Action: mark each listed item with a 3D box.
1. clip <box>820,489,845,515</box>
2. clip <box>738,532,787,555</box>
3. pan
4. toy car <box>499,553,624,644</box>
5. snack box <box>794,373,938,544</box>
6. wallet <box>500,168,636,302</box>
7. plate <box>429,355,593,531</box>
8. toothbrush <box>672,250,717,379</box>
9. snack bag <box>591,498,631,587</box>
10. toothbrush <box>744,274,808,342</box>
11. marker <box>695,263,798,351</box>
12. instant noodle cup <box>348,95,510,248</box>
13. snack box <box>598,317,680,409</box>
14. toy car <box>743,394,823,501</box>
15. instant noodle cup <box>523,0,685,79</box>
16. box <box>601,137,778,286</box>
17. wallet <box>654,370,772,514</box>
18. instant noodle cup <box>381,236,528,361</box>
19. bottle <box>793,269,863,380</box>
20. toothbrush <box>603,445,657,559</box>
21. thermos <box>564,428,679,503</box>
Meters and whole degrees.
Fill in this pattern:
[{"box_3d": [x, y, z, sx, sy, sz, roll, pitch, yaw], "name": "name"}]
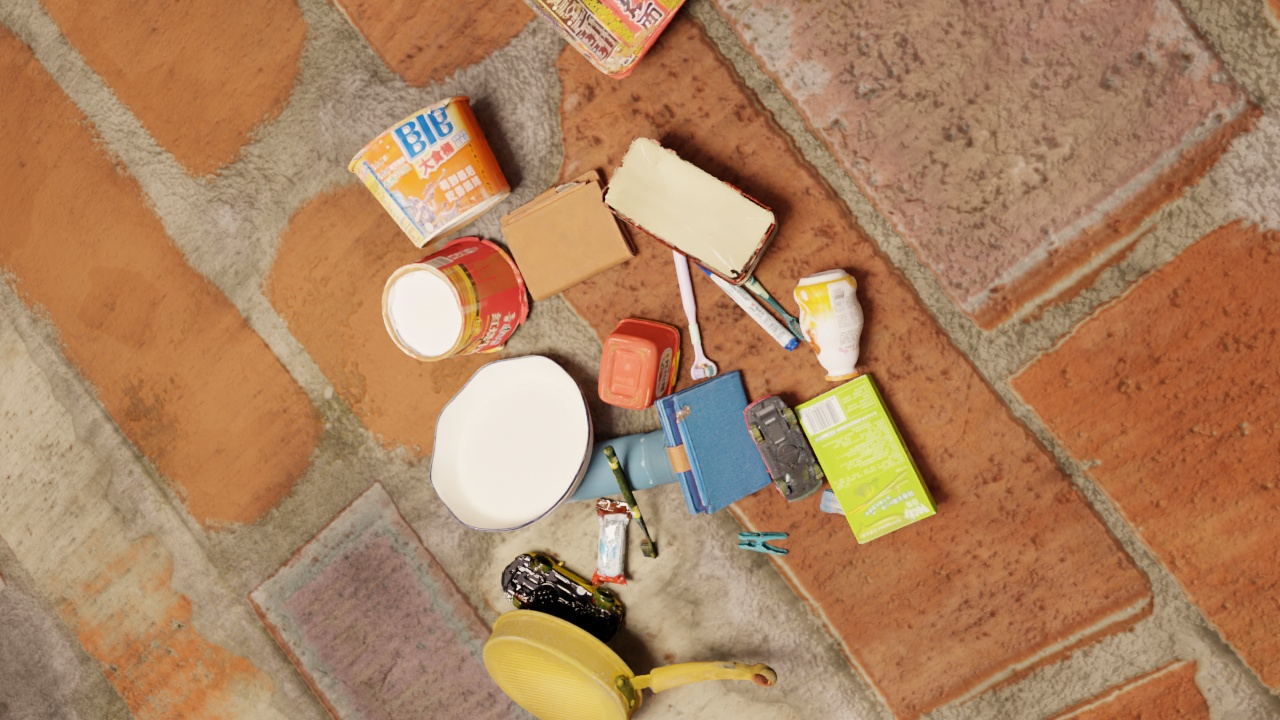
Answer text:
[{"box_3d": [0.220, 0.157, 0.980, 0.057, 0.028, 0.024, 16, 101, 25], "name": "clip"}, {"box_3d": [0.136, 0.202, 1.022, 0.056, 0.014, 0.041, 3, 102, 17], "name": "clip"}, {"box_3d": [-0.020, 0.358, 1.043, 0.358, 0.078, 0.198, -1, 128, 33], "name": "pan"}, {"box_3d": [-0.093, 0.284, 1.100, 0.156, 0.041, 0.071, 28, 98, 6], "name": "toy car"}, {"box_3d": [0.231, 0.101, 0.946, 0.086, 0.026, 0.156, -29, 80, 21], "name": "snack box"}, {"box_3d": [-0.083, -0.137, 1.015, 0.132, 0.031, 0.108, -23, 97, 22], "name": "wallet"}, {"box_3d": [-0.141, 0.096, 1.032, 0.205, 0.045, 0.204, -10, 66, 22], "name": "plate"}, {"box_3d": [0.050, -0.073, 0.989, 0.029, 0.021, 0.189, -13, 96, -10], "name": "toothbrush"}, {"box_3d": [-0.034, 0.216, 1.072, 0.045, 0.026, 0.105, 5, 93, 16], "name": "snack bag"}, {"box_3d": [0.111, -0.088, 0.966, 0.191, 0.018, 0.016, 45, 100, 5], "name": "toothbrush"}, {"box_3d": [0.111, -0.064, 0.972, 0.146, 0.016, 0.017, 44, 111, 6], "name": "marker"}, {"box_3d": [-0.219, -0.199, 0.992, 0.152, 0.151, 0.111, -29, 99, 22], "name": "instant noodle cup"}, {"box_3d": [-0.006, 0.006, 0.993, 0.082, 0.080, 0.091, 12, 105, 17], "name": "snack box"}, {"box_3d": [0.151, 0.092, 0.973, 0.053, 0.045, 0.120, -26, 102, 1], "name": "toy car"}, {"box_3d": [-0.015, -0.397, 0.910, 0.164, 0.079, 0.189, 45, 112, 5], "name": "instant noodle cup"}, {"box_3d": [0.051, -0.153, 0.929, 0.168, 0.078, 0.091, 32, 95, 7], "name": "box"}, {"box_3d": [0.079, 0.088, 0.979, 0.040, 0.106, 0.133, -8, 101, 63], "name": "wallet"}, {"box_3d": [-0.214, -0.064, 1.026, 0.138, 0.108, 0.138, 7, 107, 24], "name": "instant noodle cup"}, {"box_3d": [0.194, -0.035, 0.925, 0.063, 0.063, 0.108, -11, 97, 20], "name": "bottle"}, {"box_3d": [-0.012, 0.160, 1.016, 0.017, 0.012, 0.186, 0, 132, 24], "name": "toothbrush"}, {"box_3d": [-0.045, 0.125, 1.041, 0.221, 0.070, 0.070, -13, 97, 20], "name": "thermos"}]
